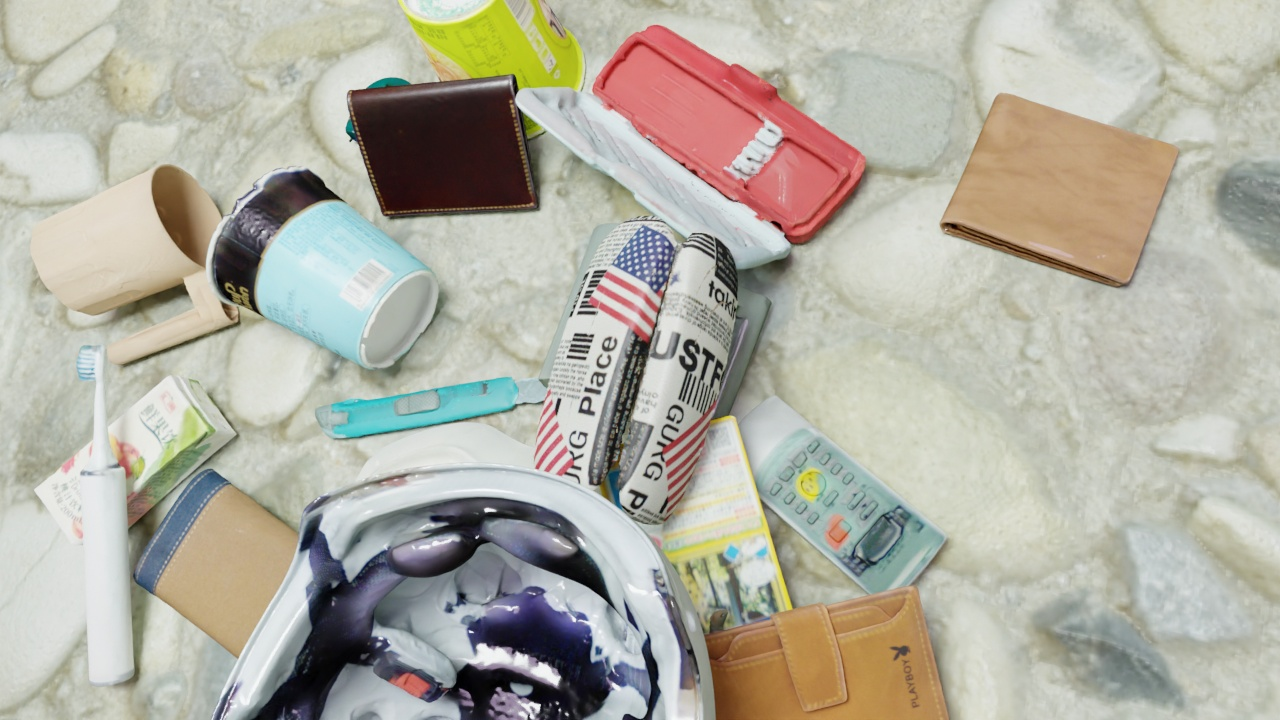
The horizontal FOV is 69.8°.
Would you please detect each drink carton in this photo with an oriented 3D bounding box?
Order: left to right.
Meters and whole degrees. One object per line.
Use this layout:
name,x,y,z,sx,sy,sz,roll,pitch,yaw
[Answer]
drink carton,-0.348,0.070,0.639,0.122,0.045,0.053,-41,80,-1

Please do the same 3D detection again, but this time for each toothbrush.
toothbrush,-0.350,0.100,0.599,0.026,0.027,0.221,-2,93,-15

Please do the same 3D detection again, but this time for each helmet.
helmet,-0.070,0.180,0.446,0.229,0.146,0.258,6,83,16

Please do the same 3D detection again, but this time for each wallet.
wallet,-0.270,0.137,0.607,0.115,0.033,0.090,28,83,19
wallet,-0.137,-0.147,0.643,0.122,0.096,0.020,-1,34,13
wallet,0.092,0.177,0.483,0.130,0.035,0.119,-13,90,-5
wallet,0.260,-0.107,0.571,0.115,0.020,0.101,24,78,16

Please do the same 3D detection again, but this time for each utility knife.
utility knife,-0.138,0.029,0.621,0.185,0.013,0.029,-10,69,10

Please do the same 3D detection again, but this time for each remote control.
remote control,0.110,0.080,0.542,0.135,0.019,0.056,41,85,22

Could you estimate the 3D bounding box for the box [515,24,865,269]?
box,0.032,-0.140,0.610,0.201,0.069,0.157,40,60,21

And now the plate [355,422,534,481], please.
plate,-0.116,0.162,0.559,0.162,0.034,0.265,-15,70,8

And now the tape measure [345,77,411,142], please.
tape measure,-0.193,-0.190,0.701,0.058,0.025,0.054,11,76,16

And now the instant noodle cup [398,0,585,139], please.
instant noodle cup,-0.109,-0.232,0.642,0.112,0.123,0.111,-4,71,12

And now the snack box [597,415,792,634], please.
snack box,0.030,0.109,0.522,0.087,0.034,0.140,-15,78,-7

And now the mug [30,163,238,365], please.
mug,-0.368,-0.069,0.680,0.103,0.084,0.124,-20,95,7

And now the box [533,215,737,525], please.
box,-0.004,0.003,0.505,0.086,0.075,0.162,12,80,29

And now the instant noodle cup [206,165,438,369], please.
instant noodle cup,-0.207,-0.055,0.624,0.120,0.111,0.111,31,81,12

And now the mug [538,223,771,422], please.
mug,0.010,-0.013,0.572,0.124,0.084,0.103,23,78,-6
